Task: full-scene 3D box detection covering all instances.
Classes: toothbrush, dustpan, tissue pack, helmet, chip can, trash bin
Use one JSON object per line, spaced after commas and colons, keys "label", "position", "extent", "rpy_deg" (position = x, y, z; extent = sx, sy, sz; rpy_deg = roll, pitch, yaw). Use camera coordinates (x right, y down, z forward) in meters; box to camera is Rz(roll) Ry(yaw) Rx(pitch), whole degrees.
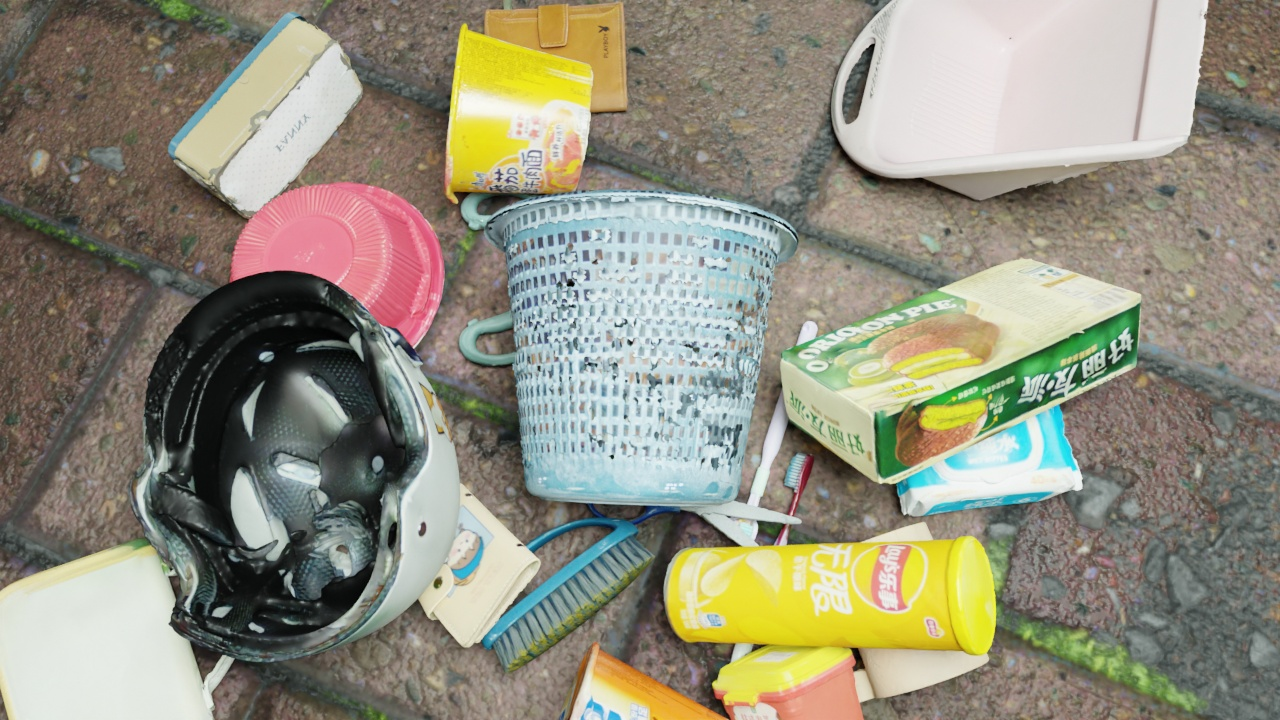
{"label": "toothbrush", "position": [0.109, 0.053, 0.737], "extent": [0.029, 0.021, 0.189], "rpy_deg": [11, 73, 33]}
{"label": "dustpan", "position": [0.282, -0.241, 0.722], "extent": [0.138, 0.274, 0.222], "rpy_deg": [21, 71, -17]}
{"label": "tissue pack", "position": [0.258, 0.065, 0.703], "extent": [0.140, 0.063, 0.090], "rpy_deg": [-7, 71, 1]}
{"label": "helmet", "position": [-0.231, 0.081, 0.677], "extent": [0.230, 0.157, 0.274], "rpy_deg": [-33, 64, 7]}
{"label": "toothbrush", "position": [0.098, 0.158, 0.710], "extent": [0.017, 0.016, 0.187], "rpy_deg": [12, 74, 37]}
{"label": "chip can", "position": [0.122, 0.157, 0.620], "extent": [0.214, 0.072, 0.072], "rpy_deg": [-9, 70, 35]}
{"label": "trash bin", "position": [-0.004, 0.004, 0.658], "extent": [0.226, 0.226, 0.195], "rpy_deg": [2, 83, 4]}

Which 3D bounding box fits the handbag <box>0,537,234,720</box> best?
{"label": "handbag", "position": [-0.377, 0.222, 0.702], "extent": [0.178, 0.063, 0.163], "rpy_deg": [-21, 73, -19]}

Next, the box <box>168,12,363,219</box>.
{"label": "box", "position": [-0.320, -0.218, 0.807], "extent": [0.059, 0.090, 0.184], "rpy_deg": [31, 75, 12]}

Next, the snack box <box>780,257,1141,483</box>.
{"label": "snack box", "position": [0.232, -0.001, 0.667], "extent": [0.239, 0.063, 0.114], "rpy_deg": [-22, 29, -18]}

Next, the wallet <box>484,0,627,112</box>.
{"label": "wallet", "position": [-0.079, -0.280, 0.843], "extent": [0.131, 0.035, 0.119], "rpy_deg": [-3, 80, 3]}

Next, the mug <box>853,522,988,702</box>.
{"label": "mug", "position": [0.173, 0.188, 0.671], "extent": [0.125, 0.084, 0.103], "rpy_deg": [-27, 70, 23]}

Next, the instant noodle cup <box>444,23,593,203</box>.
{"label": "instant noodle cup", "position": [-0.102, -0.200, 0.766], "extent": [0.109, 0.138, 0.138], "rpy_deg": [6, 73, -12]}

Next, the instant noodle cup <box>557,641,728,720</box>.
{"label": "instant noodle cup", "position": [-0.009, 0.281, 0.617], "extent": [0.111, 0.151, 0.151], "rpy_deg": [22, 76, 0]}

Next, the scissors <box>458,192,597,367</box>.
{"label": "scissors", "position": [-0.103, -0.068, 0.787], "extent": [0.170, 0.019, 0.179], "rpy_deg": [30, 76, 10]}

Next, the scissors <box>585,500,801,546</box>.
{"label": "scissors", "position": [0.032, 0.111, 0.717], "extent": [0.157, 0.012, 0.165], "rpy_deg": [-28, 65, 1]}

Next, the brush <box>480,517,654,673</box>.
{"label": "brush", "position": [-0.063, 0.167, 0.693], "extent": [0.144, 0.055, 0.073], "rpy_deg": [-38, 74, -4]}

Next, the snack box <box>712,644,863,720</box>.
{"label": "snack box", "position": [0.106, 0.245, 0.641], "extent": [0.081, 0.091, 0.080], "rpy_deg": [-12, 81, -34]}

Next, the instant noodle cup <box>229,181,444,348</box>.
{"label": "instant noodle cup", "position": [-0.268, -0.076, 0.774], "extent": [0.194, 0.066, 0.193], "rpy_deg": [-1, 73, 4]}

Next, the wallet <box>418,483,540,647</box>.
{"label": "wallet", "position": [-0.135, 0.156, 0.696], "extent": [0.087, 0.024, 0.115], "rpy_deg": [-50, 48, -8]}
